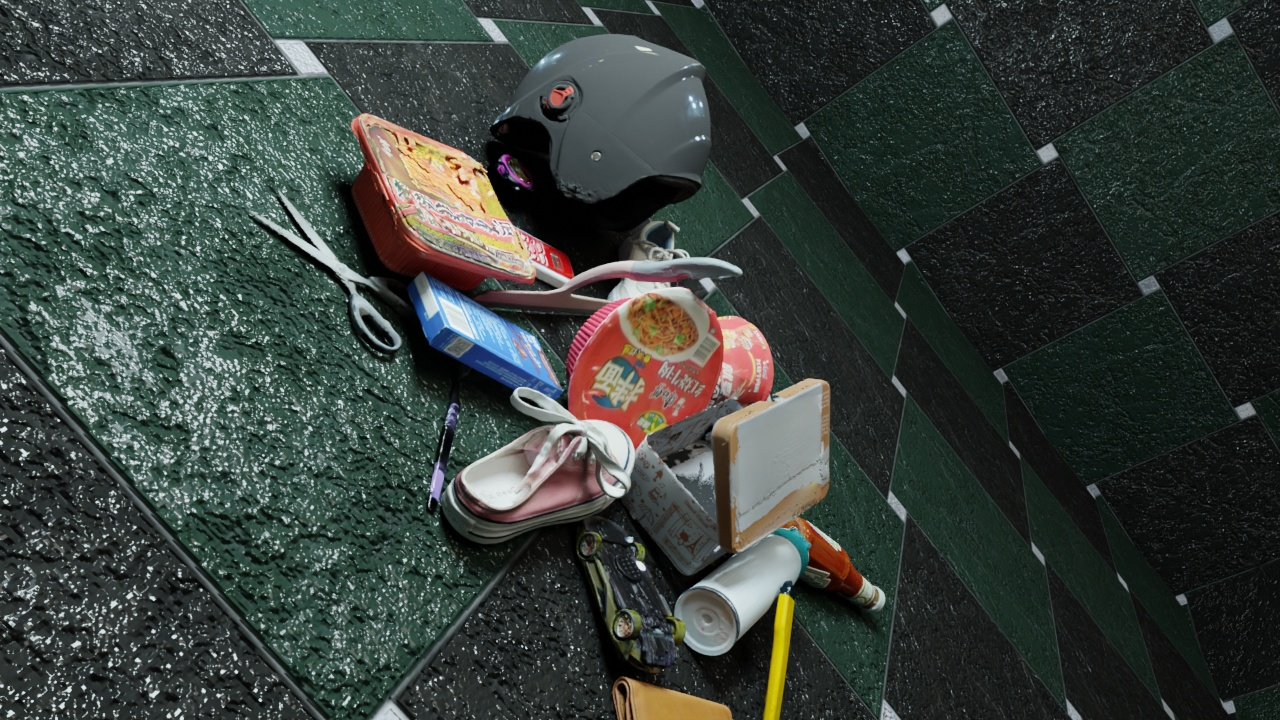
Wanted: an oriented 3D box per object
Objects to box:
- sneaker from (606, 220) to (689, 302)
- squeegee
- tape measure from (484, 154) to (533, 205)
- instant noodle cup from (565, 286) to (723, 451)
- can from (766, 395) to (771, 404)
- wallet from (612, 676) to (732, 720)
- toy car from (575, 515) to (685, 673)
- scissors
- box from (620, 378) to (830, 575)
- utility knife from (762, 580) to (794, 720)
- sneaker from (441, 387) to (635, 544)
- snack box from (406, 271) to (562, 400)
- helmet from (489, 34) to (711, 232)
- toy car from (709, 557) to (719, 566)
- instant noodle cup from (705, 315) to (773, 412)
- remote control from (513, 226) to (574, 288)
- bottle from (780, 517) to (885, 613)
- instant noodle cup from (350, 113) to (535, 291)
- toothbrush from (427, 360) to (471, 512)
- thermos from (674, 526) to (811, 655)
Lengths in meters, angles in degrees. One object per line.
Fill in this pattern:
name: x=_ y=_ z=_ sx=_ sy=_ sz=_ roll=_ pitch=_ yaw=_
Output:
sneaker: x=0.017 y=-0.105 z=1.192 sx=0.089 sy=0.091 sz=0.241 roll=39 pitch=30 yaw=-23
squeegee: x=-0.009 y=-0.085 z=0.956 sx=0.247 sy=0.250 sz=0.040 roll=1 pitch=84 yaw=-59
tape measure: x=-0.157 y=-0.220 z=1.110 sx=0.058 sy=0.039 sz=0.057 roll=50 pitch=26 yaw=-4
instant noodle cup: x=-0.006 y=0.006 z=0.954 sx=0.193 sy=0.194 sz=0.066 roll=26 pitch=8 yaw=-42
can: x=0.132 y=0.025 z=1.263 sx=0.074 sy=0.049 sz=0.148 roll=31 pitch=33 yaw=-38
wallet: x=0.037 y=0.329 z=0.753 sx=0.130 sy=0.035 sz=0.119 roll=31 pitch=28 yaw=-36
toy car: x=-0.014 y=0.202 z=0.810 sx=0.070 sy=0.042 sz=0.158 roll=25 pitch=26 yaw=-42
scissors: x=-0.255 y=-0.074 z=0.799 sx=0.159 sy=0.014 sz=0.175 roll=12 pitch=46 yaw=-54
box: x=0.103 y=0.098 z=0.915 sx=0.153 sy=0.181 sz=0.182 roll=46 pitch=36 yaw=20
utility knife: x=0.133 y=0.297 z=0.900 sx=0.033 sy=0.015 sz=0.164 roll=50 pitch=46 yaw=-53
sneaker: x=-0.067 y=0.086 z=0.799 sx=0.118 sy=0.088 sz=0.240 roll=47 pitch=27 yaw=17
snack box: x=-0.144 y=-0.018 z=0.858 sx=0.157 sy=0.026 sz=0.084 roll=33 pitch=19 yaw=-46
helmet: x=-0.041 y=-0.292 z=1.148 sx=0.275 sy=0.230 sz=0.233 roll=21 pitch=0 yaw=6
toy car: x=0.094 y=0.191 z=0.999 sx=0.036 sy=0.043 sz=0.091 roll=52 pitch=27 yaw=13
instant noodle cup: x=0.074 y=0.013 z=1.099 sx=0.108 sy=0.138 sz=0.138 roll=2 pitch=55 yaw=-48
remote control: x=-0.129 y=-0.124 z=1.058 sx=0.136 sy=0.020 sz=0.055 roll=26 pitch=37 yaw=-43
bottle: x=0.236 y=0.259 z=1.132 sx=0.206 sy=0.060 sz=0.059 roll=39 pitch=29 yaw=-33
instant noodle cup: x=-0.201 y=-0.141 z=0.886 sx=0.164 sy=0.079 sz=0.188 roll=14 pitch=40 yaw=-52
toothbrush: x=-0.162 y=0.055 z=0.787 sx=0.014 sy=0.017 sz=0.188 roll=37 pitch=31 yaw=-28
thermos: x=0.113 y=0.231 z=0.951 sx=0.073 sy=0.073 sz=0.223 roll=58 pitch=28 yaw=10
